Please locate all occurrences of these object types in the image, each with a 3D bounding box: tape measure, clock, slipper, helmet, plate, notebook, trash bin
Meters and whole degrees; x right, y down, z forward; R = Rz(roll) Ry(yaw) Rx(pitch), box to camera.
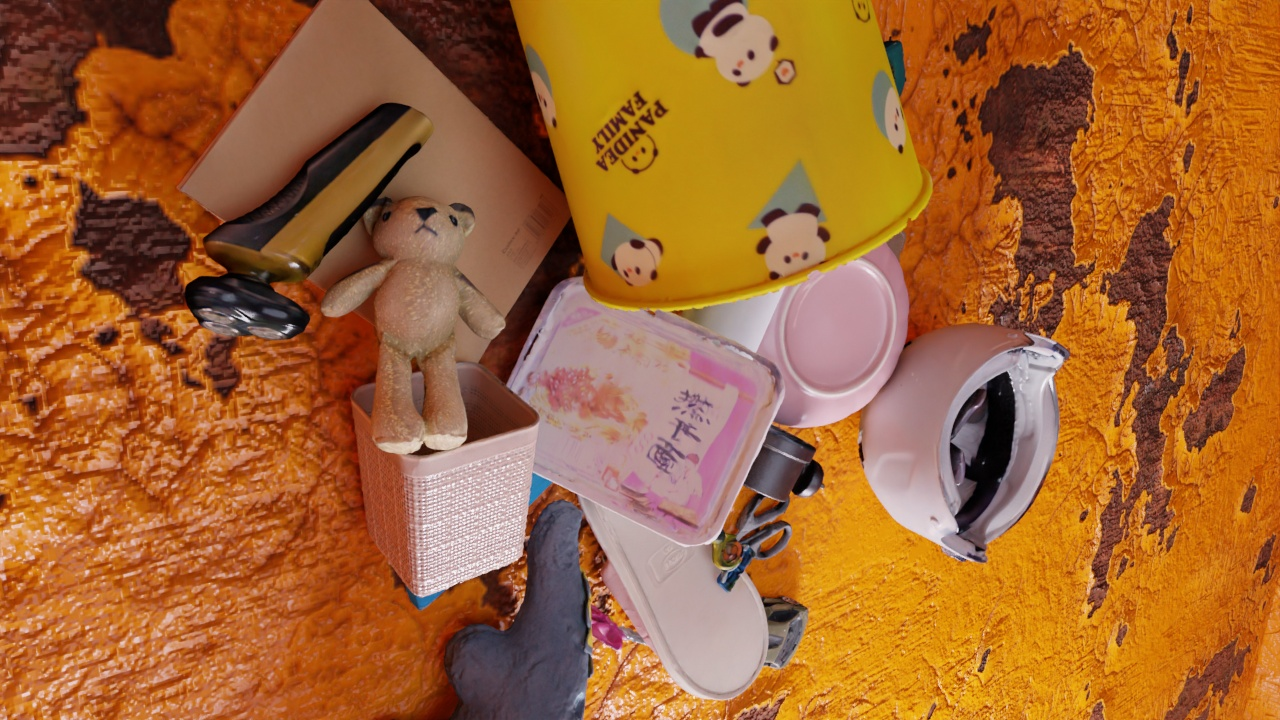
[{"bbox_3d":[0.210,-0.246,0.800,0.058,0.025,0.054,-35,123,-26],"label":"tape measure"},{"bbox_3d":[0.109,0.083,0.784,0.121,0.082,0.055,25,92,-41],"label":"clock"},{"bbox_3d":[0.023,0.169,0.754,0.114,0.054,0.274,-42,115,-27],"label":"slipper"},{"bbox_3d":[0.303,0.069,0.900,0.258,0.146,0.229,16,95,-51],"label":"helmet"},{"bbox_3d":[0.160,-0.032,0.788,0.192,0.039,0.192,-6,103,-25],"label":"plate"},{"bbox_3d":[-0.142,-0.098,0.559,0.211,0.012,0.149,41,76,-40],"label":"notebook"},{"bbox_3d":[0.033,-0.193,0.545,0.229,0.230,0.255,-34,118,-28],"label":"trash bin"}]

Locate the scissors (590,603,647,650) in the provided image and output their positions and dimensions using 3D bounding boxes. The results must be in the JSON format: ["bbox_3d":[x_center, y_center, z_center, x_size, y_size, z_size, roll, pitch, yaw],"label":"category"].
[{"bbox_3d":[-0.012,0.224,0.748,0.017,0.064,0.135,-50,139,-2],"label":"scissors"}]

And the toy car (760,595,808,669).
[{"bbox_3d":[0.113,0.258,0.872,0.158,0.042,0.070,17,93,-45],"label":"toy car"}]

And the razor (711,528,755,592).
[{"bbox_3d":[0.048,0.123,0.723,0.042,0.022,0.143,-49,116,-26],"label":"razor"}]

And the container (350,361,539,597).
[{"bbox_3d":[-0.123,0.075,0.573,0.089,0.090,0.111,-15,125,-36],"label":"container"}]

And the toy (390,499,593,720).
[{"bbox_3d":[-0.116,0.276,0.651,0.138,0.091,0.355,43,73,-27],"label":"toy"}]

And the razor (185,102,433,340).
[{"bbox_3d":[-0.173,-0.078,0.498,0.067,0.062,0.167,39,68,-7],"label":"razor"}]

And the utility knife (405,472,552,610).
[{"bbox_3d":[-0.090,0.098,0.662,0.202,0.018,0.034,-43,139,-22],"label":"utility knife"}]

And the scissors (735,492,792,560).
[{"bbox_3d":[0.076,0.179,0.832,0.173,0.014,0.142,-55,129,-12],"label":"scissors"}]

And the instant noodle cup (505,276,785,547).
[{"bbox_3d":[-0.002,0.034,0.635,0.138,0.173,0.060,-65,172,-4],"label":"instant noodle cup"}]

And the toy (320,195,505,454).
[{"bbox_3d":[-0.125,-0.023,0.515,0.105,0.066,0.157,2,68,-19],"label":"toy"}]

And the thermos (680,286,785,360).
[{"bbox_3d":[0.069,-0.046,0.709,0.073,0.073,0.224,31,80,-42],"label":"thermos"}]

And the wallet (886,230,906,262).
[{"bbox_3d":[0.205,-0.074,0.849,0.090,0.033,0.115,12,93,-41],"label":"wallet"}]
